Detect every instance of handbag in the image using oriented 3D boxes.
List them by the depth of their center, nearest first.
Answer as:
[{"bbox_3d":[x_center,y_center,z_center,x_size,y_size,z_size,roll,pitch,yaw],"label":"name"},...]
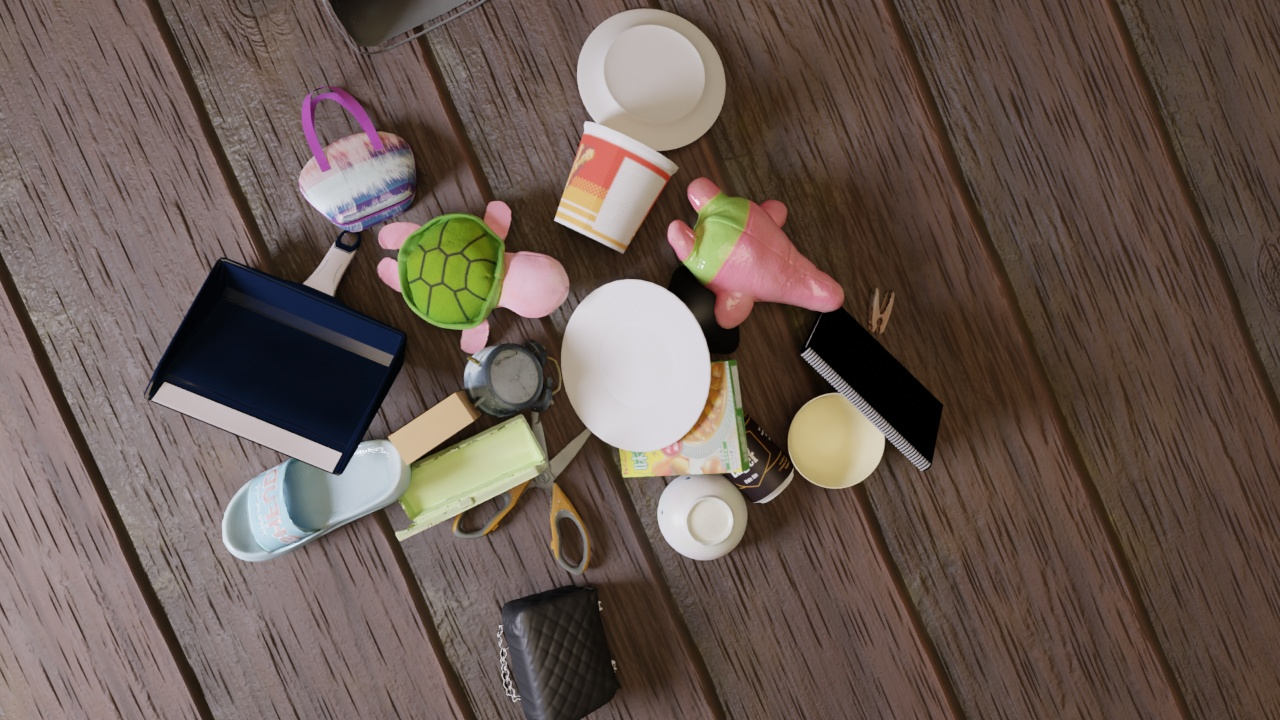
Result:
[{"bbox_3d":[-0.350,-0.251,1.107,0.144,0.068,0.170,-26,85,-12],"label":"handbag"},{"bbox_3d":[-0.101,0.357,1.129,0.124,0.115,0.153,-14,88,-29],"label":"handbag"}]

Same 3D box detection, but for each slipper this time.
[{"bbox_3d":[-0.386,0.155,1.073,0.245,0.074,0.104,-21,72,8],"label":"slipper"}]

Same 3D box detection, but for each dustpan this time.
[{"bbox_3d":[-0.399,-0.037,1.078,0.236,0.080,0.272,23,53,-5],"label":"dustpan"}]

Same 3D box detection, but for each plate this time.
[{"bbox_3d":[-0.007,0.006,1.108,0.209,0.015,0.208,5,99,30],"label":"plate"},{"bbox_3d":[0.016,-0.355,1.144,0.188,0.016,0.188,1,81,-9],"label":"plate"}]

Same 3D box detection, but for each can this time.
[{"bbox_3d":[0.127,0.112,1.143,0.072,0.072,0.128,-43,93,-4],"label":"can"}]

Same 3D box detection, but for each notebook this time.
[{"bbox_3d":[0.290,0.025,1.133,0.206,0.148,0.016,43,126,-4],"label":"notebook"}]

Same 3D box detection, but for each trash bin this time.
[{"bbox_3d":[-0.305,-0.516,1.050,0.197,0.197,0.220,-27,86,-3],"label":"trash bin"}]

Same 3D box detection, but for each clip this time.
[{"bbox_3d":[0.305,-0.067,1.184,0.045,0.024,0.062,25,91,-5],"label":"clip"}]

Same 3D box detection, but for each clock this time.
[{"bbox_3d":[-0.153,0.022,1.117,0.129,0.052,0.090,-5,83,-40],"label":"clock"}]

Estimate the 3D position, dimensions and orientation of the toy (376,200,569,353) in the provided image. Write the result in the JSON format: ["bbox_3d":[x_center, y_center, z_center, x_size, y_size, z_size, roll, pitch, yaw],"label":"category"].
[{"bbox_3d":[-0.203,-0.103,1.105,0.238,0.087,0.190,14,93,1],"label":"toy"}]

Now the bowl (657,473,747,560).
[{"bbox_3d":[0.080,0.195,1.144,0.113,0.063,0.113,0,89,-6],"label":"bowl"}]

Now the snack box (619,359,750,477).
[{"bbox_3d":[0.045,0.073,1.112,0.168,0.027,0.132,-7,91,32],"label":"snack box"}]

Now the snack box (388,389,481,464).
[{"bbox_3d":[-0.239,0.076,1.081,0.088,0.126,0.040,-34,93,-5],"label":"snack box"}]

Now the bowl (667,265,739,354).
[{"bbox_3d":[0.062,-0.051,1.134,0.053,0.123,0.124,-33,94,33],"label":"bowl"}]

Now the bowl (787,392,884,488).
[{"bbox_3d":[0.238,0.094,1.149,0.118,0.074,0.118,0,96,0],"label":"bowl"}]

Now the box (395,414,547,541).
[{"bbox_3d":[-0.210,0.134,1.096,0.188,0.091,0.083,-26,86,2],"label":"box"}]

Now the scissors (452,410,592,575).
[{"bbox_3d":[-0.137,0.166,1.146,0.225,0.016,0.225,-12,89,-5],"label":"scissors"}]

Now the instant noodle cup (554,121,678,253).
[{"bbox_3d":[-0.036,-0.204,1.110,0.123,0.123,0.121,25,95,-5],"label":"instant noodle cup"}]

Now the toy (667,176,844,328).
[{"bbox_3d":[0.145,-0.124,1.130,0.236,0.097,0.191,28,69,-4],"label":"toy"}]
